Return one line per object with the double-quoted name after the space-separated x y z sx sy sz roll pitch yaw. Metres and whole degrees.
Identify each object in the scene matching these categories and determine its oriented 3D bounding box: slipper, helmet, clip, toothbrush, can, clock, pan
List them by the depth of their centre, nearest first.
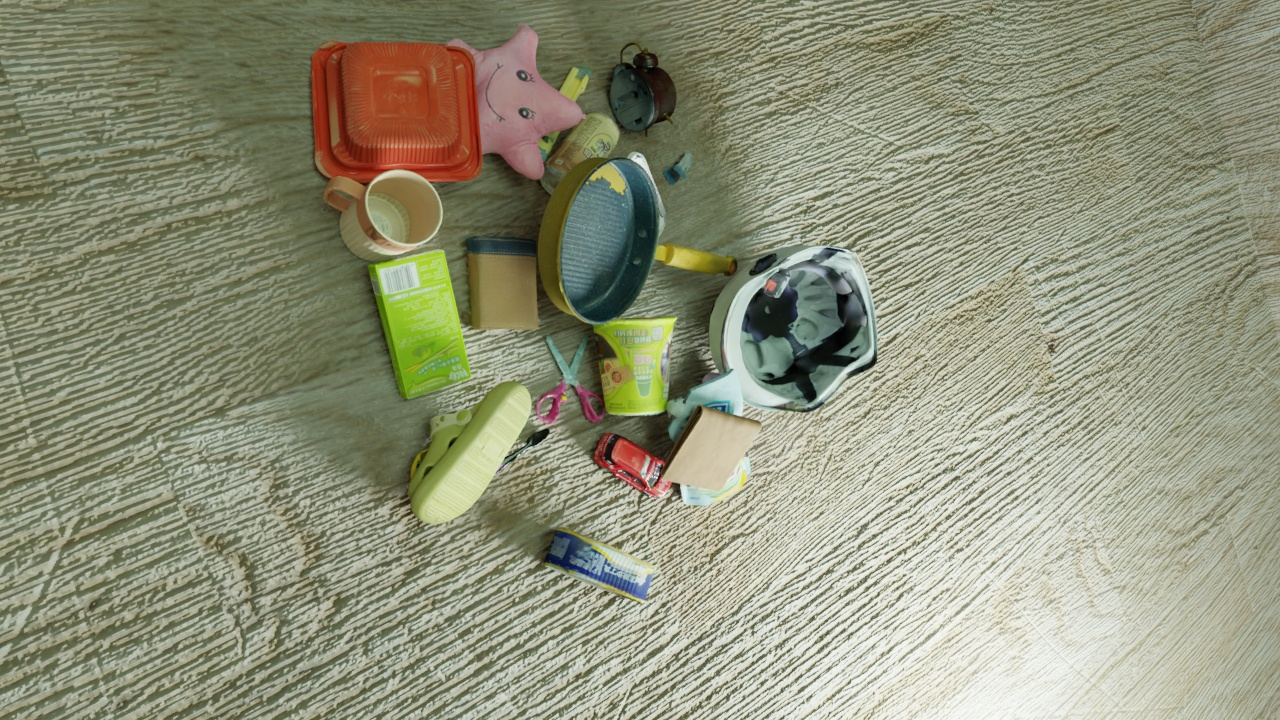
-0.203 0.097 1.055 0.190 0.082 0.092 -54 149 -14 "slipper"
-0.183 0.136 1.101 0.188 0.018 0.014 -37 104 -28 "toothbrush"
-0.049 0.255 1.138 0.148 0.075 0.049 29 72 -29 "can"
0.010 -0.138 1.145 0.356 0.078 0.198 0 105 -58 "pan"
-0.079 -0.264 1.187 0.058 0.059 0.116 44 63 -22 "can"
0.000 -0.367 1.239 0.055 0.082 0.122 -27 101 -38 "clock"
0.196 -0.052 1.292 0.258 0.146 0.229 -29 113 -14 "helmet"
0.060 -0.276 1.307 0.027 0.045 0.058 49 51 -16 "clip"

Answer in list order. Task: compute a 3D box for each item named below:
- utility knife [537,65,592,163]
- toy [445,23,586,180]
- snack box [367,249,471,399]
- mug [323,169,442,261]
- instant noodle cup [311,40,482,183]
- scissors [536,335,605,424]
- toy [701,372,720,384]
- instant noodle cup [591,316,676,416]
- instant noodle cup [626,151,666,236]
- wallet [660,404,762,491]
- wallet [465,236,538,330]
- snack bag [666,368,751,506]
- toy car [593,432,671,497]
-0.109 -0.316 1.203 0.031 0.020 0.187 31 73 -21 "utility knife"
-0.154 -0.322 1.129 0.178 0.075 0.194 4 84 -18 "toy"
-0.250 -0.042 1.047 0.085 0.026 0.156 -21 108 -33 "snack box"
-0.290 -0.162 1.003 0.114 0.106 0.081 25 71 -29 "mug"
-0.272 -0.286 1.028 0.188 0.079 0.164 -5 85 -16 "instant noodle cup"
-0.086 0.029 1.176 0.131 0.017 0.133 33 64 -24 "scissors"
0.104 0.069 1.285 0.083 0.039 0.107 28 64 -32 "toy"
-0.007 0.007 1.181 0.111 0.112 0.123 -5 94 -35 "instant noodle cup"
-0.044 -0.170 1.176 0.173 0.060 0.138 -56 145 -24 "instant noodle cup"
0.091 0.115 1.189 0.101 0.020 0.115 17 113 -31 "wallet"
-0.168 -0.094 1.124 0.090 0.033 0.115 -2 87 -32 "wallet"
0.092 0.107 1.219 0.110 0.039 0.191 -18 126 -10 "snack bag"
-0.005 0.138 1.200 0.120 0.045 0.052 34 68 -29 "toy car"
